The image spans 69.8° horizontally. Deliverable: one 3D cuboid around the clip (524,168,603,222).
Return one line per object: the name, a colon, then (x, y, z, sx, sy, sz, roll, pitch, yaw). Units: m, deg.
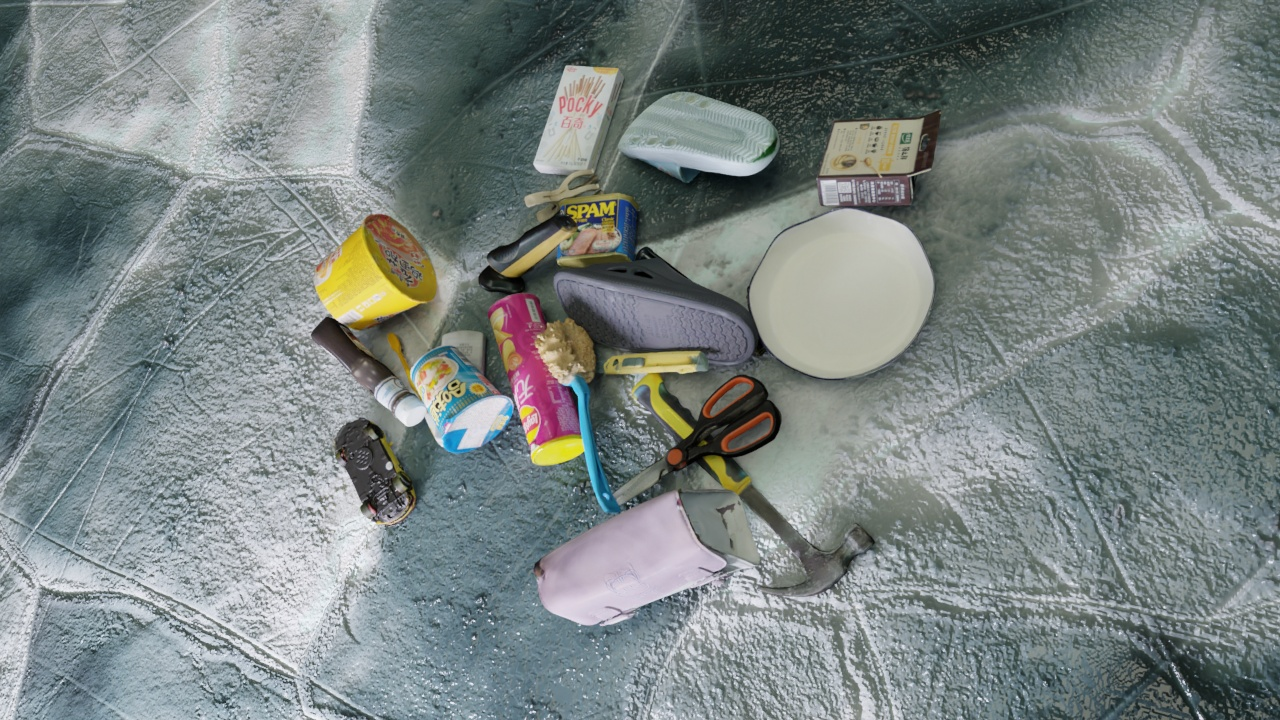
clip: (-0.101, -0.219, 1.216, 0.100, 0.071, 0.034, -21, 67, 10)

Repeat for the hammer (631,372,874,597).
hammer: (0.100, 0.132, 1.030, 0.126, 0.032, 0.323, -46, 63, 1)

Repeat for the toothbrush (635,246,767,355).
toothbrush: (0.073, -0.071, 1.109, 0.027, 0.026, 0.212, -35, 60, -26)

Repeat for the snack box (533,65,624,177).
snack box: (-0.084, -0.327, 1.254, 0.085, 0.027, 0.156, 11, 78, 24)

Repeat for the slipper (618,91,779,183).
slipper: (0.076, -0.271, 1.145, 0.246, 0.074, 0.104, 24, 74, 43)

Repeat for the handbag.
handbag: (0.006, 0.207, 0.959, 0.197, 0.144, 0.098, -29, 61, 24)

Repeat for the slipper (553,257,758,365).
slipper: (0.024, -0.065, 1.098, 0.268, 0.111, 0.083, 14, 46, 25)

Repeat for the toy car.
toy car: (-0.344, 0.142, 1.191, 0.071, 0.041, 0.156, -40, 65, 5)

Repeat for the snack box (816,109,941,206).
snack box: (0.274, -0.231, 1.048, 0.126, 0.053, 0.113, 4, 50, 22)

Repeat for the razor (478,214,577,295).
razor: (-0.140, -0.135, 1.169, 0.168, 0.062, 0.067, -29, 107, 39)

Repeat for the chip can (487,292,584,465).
chip can: (-0.128, 0.021, 1.133, 0.071, 0.071, 0.210, -26, 65, 11)

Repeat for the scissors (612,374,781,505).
scissors: (0.049, 0.093, 1.039, 0.235, 0.021, 0.141, -17, 58, 22)

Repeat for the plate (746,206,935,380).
plate: (0.227, -0.072, 1.041, 0.205, 0.045, 0.204, -7, 70, 20)

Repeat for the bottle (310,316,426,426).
bottle: (-0.357, 0.017, 1.216, 0.195, 0.080, 0.044, 38, 83, 25)

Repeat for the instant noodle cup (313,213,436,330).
instant noodle cup: (-0.361, -0.112, 1.237, 0.110, 0.138, 0.138, -30, 65, 19)

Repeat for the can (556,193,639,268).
can: (-0.055, -0.161, 1.172, 0.102, 0.057, 0.083, -3, 74, 20)

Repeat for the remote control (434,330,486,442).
remote control: (-0.233, 0.034, 1.192, 0.058, 0.021, 0.149, -2, 71, 7)

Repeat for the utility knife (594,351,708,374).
utility knife: (-0.007, 0.006, 1.103, 0.211, 0.022, 0.030, -7, 53, 39)

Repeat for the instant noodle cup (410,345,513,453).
instant noodle cup: (-0.227, 0.041, 1.131, 0.099, 0.099, 0.110, -42, 63, 4)

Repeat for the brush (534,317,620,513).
brush: (-0.067, 0.060, 1.073, 0.046, 0.083, 0.254, -31, 62, 30)

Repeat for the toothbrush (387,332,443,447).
toothbrush: (-0.296, 0.038, 1.223, 0.016, 0.018, 0.191, -35, 67, 5)
